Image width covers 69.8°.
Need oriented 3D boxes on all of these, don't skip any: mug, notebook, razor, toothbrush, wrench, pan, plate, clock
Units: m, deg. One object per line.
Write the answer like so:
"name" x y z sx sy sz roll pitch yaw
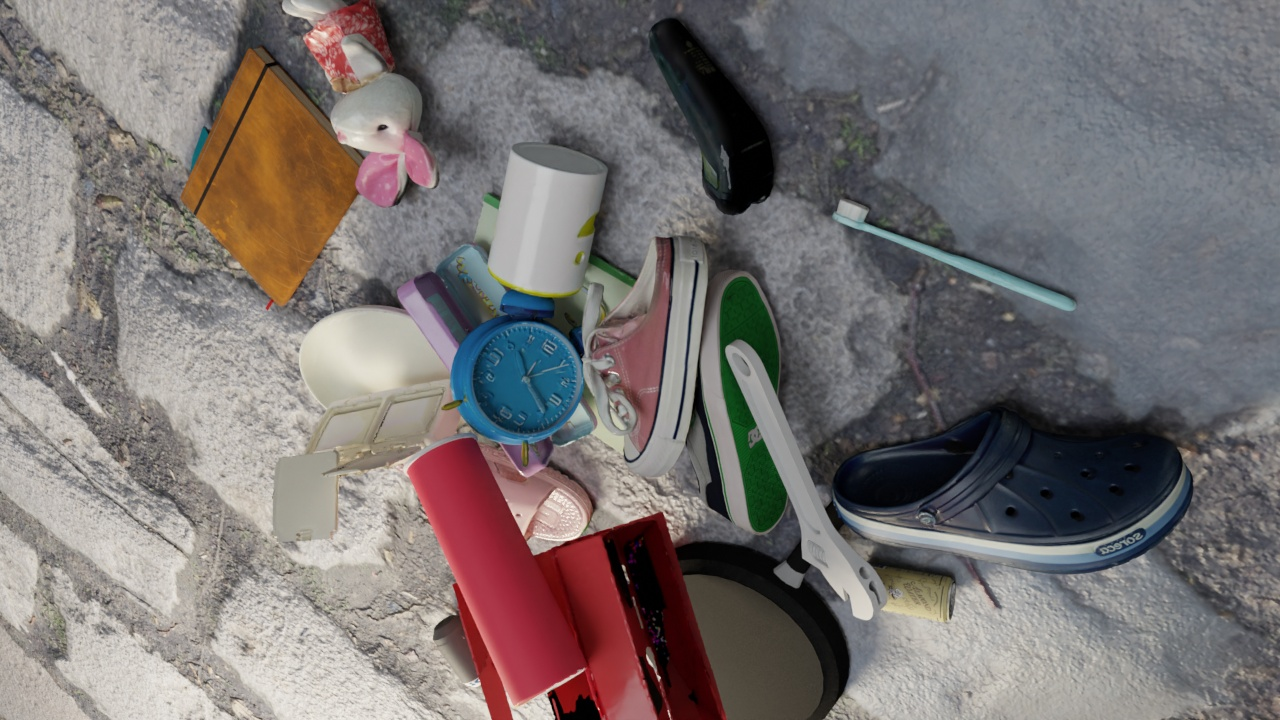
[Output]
"mug" -0.077 -0.117 0.757 0.082 0.082 0.106 23 117 17
"notebook" -0.062 -0.022 0.855 0.252 0.010 0.182 32 127 11
"razor" 0.048 -0.180 0.684 0.151 0.053 0.067 59 145 -3
"notebook" -0.392 -0.183 0.951 0.178 0.014 0.250 48 129 -2
"toothbrush" 0.223 -0.075 0.659 0.181 0.016 0.017 26 117 16
"wrench" 0.132 0.101 0.730 0.087 0.018 0.273 25 145 58
"pan" 0.118 0.238 0.883 0.225 0.034 0.357 34 129 10
"plate" -0.252 0.009 0.936 0.182 0.034 0.183 3 133 3
"clock" -0.095 0.001 0.803 0.117 0.161 0.060 35 171 -14

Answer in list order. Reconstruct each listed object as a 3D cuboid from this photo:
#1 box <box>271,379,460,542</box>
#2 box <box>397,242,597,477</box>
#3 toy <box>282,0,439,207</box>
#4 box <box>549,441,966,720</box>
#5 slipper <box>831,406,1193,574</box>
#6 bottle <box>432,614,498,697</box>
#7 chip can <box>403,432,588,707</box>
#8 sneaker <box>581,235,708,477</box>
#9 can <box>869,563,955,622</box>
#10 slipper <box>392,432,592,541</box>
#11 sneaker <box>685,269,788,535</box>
"box" -0.258 0.079 0.851 0.143 0.191 0.069 -12 124 12
"box" -0.134 0.001 0.863 0.214 0.096 0.077 57 162 -8
"toy" -0.237 -0.230 0.795 0.159 0.084 0.194 4 121 54
"box" 0.104 0.217 0.806 0.325 0.153 0.213 -18 80 6
"slipper" 0.256 0.088 0.673 0.253 0.104 0.095 -7 119 35
"bottle" -0.213 0.368 1.136 0.047 0.046 0.112 -24 103 37
"chip can" -0.123 0.173 0.771 0.069 0.069 0.220 -44 68 39
"sneaker" -0.004 0.004 0.747 0.088 0.118 0.242 2 130 -8
"can" 0.229 0.200 0.794 0.080 0.038 0.038 5 118 28
"slipper" -0.169 0.135 0.947 0.239 0.064 0.094 25 128 1
"sneaker" 0.068 0.035 0.773 0.079 0.084 0.235 15 124 42
